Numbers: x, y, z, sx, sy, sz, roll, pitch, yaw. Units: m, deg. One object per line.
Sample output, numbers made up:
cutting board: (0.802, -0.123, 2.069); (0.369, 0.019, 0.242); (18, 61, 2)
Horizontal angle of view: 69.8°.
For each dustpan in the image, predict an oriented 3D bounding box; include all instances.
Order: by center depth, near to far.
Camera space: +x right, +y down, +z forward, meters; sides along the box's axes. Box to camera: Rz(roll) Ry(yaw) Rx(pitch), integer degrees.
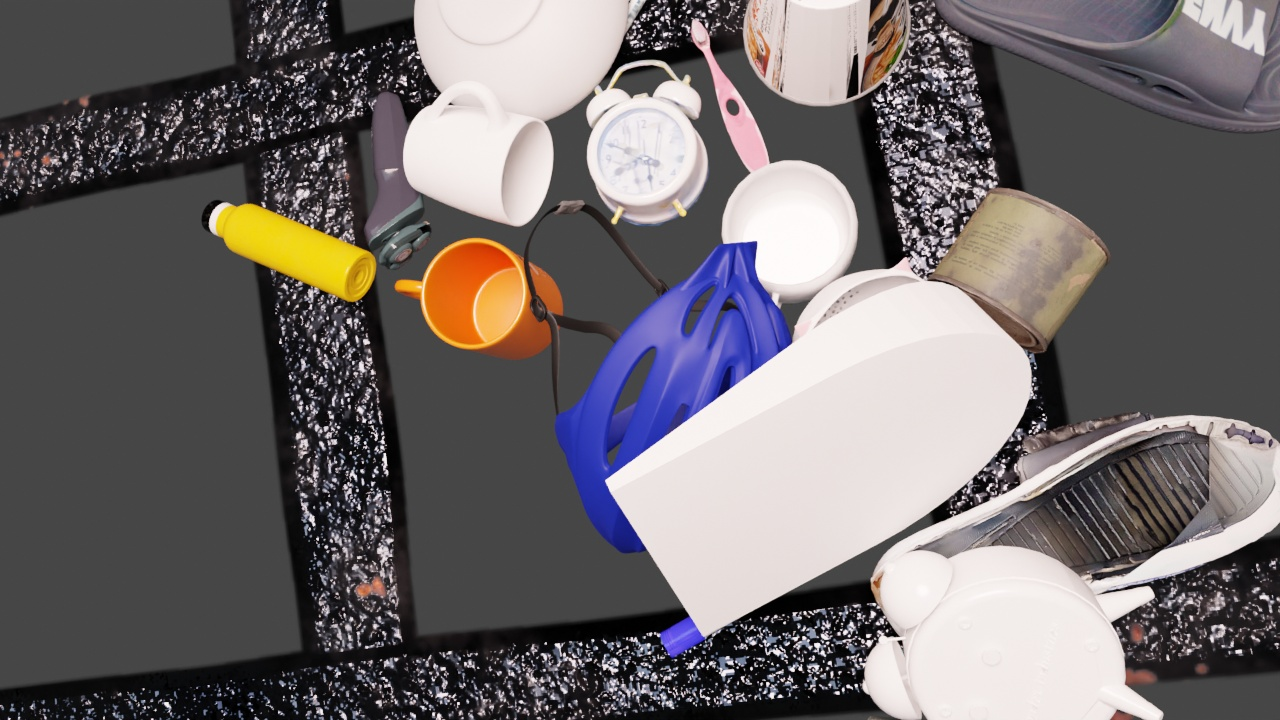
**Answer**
dustpan: (0.118, 0.054, 0.584); (0.258, 0.191, 0.053); (-28, 46, -1)

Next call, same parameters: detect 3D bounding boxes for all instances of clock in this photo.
clock: (0.227, 0.185, 0.570); (0.161, 0.072, 0.125); (8, 107, 9)
clock: (0.003, -0.164, 0.689); (0.089, 0.052, 0.125); (-6, 82, 11)

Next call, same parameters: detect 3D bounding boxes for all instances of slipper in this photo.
slipper: (0.279, 0.107, 0.607); (0.264, 0.063, 0.111); (-34, 100, 19)
slipper: (0.333, -0.244, 0.616); (0.268, 0.083, 0.110); (24, 89, 13)

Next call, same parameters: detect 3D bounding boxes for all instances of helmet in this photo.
helmet: (-0.004, 0.003, 0.633); (0.227, 0.147, 0.242); (46, 126, 26)

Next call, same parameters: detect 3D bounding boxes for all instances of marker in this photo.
marker: (0.079, 0.172, 0.663); (0.141, 0.020, 0.020); (-32, 81, 7)
marker: (-0.004, -0.278, 0.718); (0.011, 0.011, 0.152); (33, 92, 11)

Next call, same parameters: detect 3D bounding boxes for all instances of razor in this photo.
razor: (-0.198, -0.144, 0.730); (0.052, 0.047, 0.142); (-6, 81, -14)

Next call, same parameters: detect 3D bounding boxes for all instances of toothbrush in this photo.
toothbrush: (0.067, -0.199, 0.695); (0.022, 0.016, 0.135); (-24, 81, 10)

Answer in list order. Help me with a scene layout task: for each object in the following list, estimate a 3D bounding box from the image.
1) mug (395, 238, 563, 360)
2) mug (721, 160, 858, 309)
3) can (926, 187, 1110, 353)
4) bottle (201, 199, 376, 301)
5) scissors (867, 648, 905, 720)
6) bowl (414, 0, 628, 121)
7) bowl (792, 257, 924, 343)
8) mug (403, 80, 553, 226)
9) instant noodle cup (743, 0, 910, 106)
mug: (-0.124, -0.045, 0.679); (0.113, 0.096, 0.077); (7, 87, 11)
mug: (0.104, -0.079, 0.652); (0.094, 0.068, 0.115); (11, 88, 11)
can: (0.250, -0.058, 0.612); (0.090, 0.090, 0.074); (35, 93, 11)
bottle: (-0.287, -0.093, 0.741); (0.144, 0.043, 0.043); (22, 90, 12)
scissors: (0.226, 0.242, 0.631); (0.154, 0.019, 0.126); (-27, 83, 6)
bowl: (-0.101, -0.273, 0.698); (0.177, 0.066, 0.176); (-1, 88, 17)
bowl: (0.151, -0.013, 0.633); (0.114, 0.050, 0.115); (-7, 115, -15)
mug: (-0.125, -0.161, 0.683); (0.088, 0.114, 0.080); (17, 57, 17)
instant noodle cup: (0.129, -0.257, 0.634); (0.124, 0.121, 0.123); (-1, 85, 11)
